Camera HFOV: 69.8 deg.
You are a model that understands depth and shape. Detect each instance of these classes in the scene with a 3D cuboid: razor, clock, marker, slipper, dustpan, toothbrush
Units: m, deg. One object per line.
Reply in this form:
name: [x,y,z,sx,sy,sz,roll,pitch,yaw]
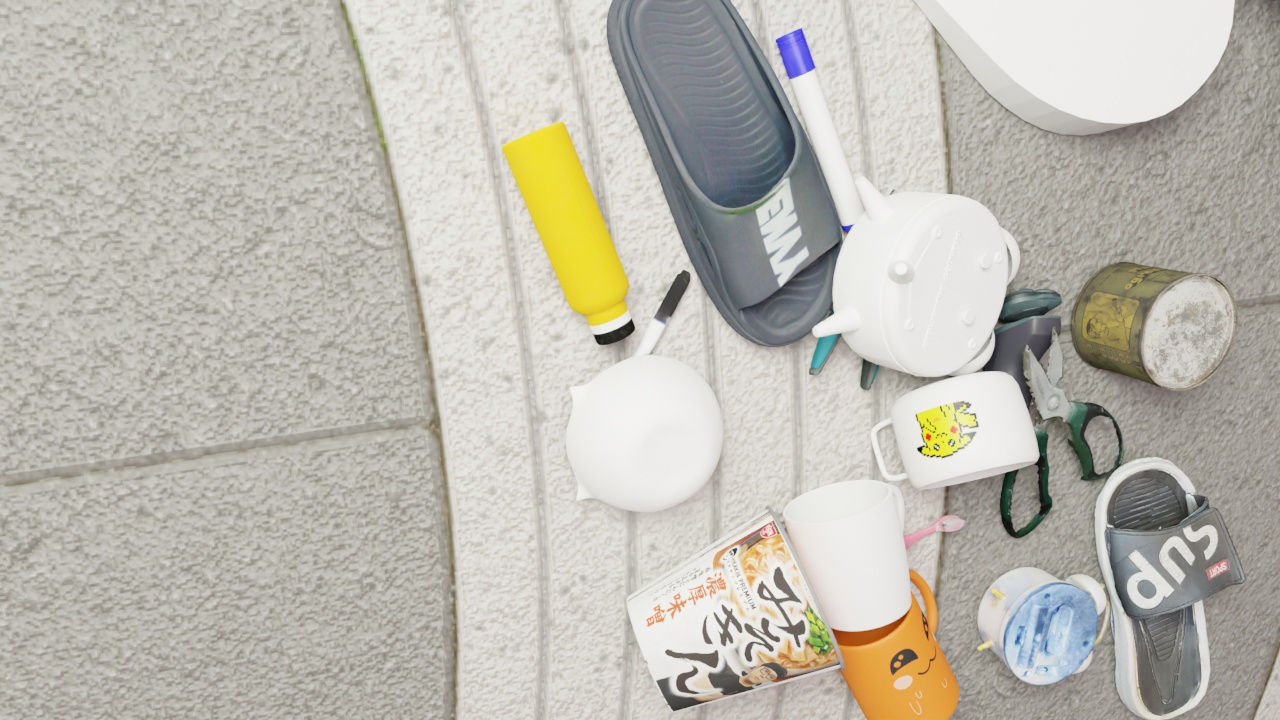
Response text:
razor: [0.288,0.013,0.710,0.047,0.052,0.143,-1,108,-21]
clock: [0.203,-0.051,0.638,0.160,0.073,0.125,12,96,-36]
marker: [-0.004,0.004,0.646,0.011,0.011,0.152,28,94,-19]
slipper: [0.070,-0.132,0.599,0.110,0.083,0.268,-30,107,-9]
slipper: [0.462,0.206,0.795,0.111,0.063,0.264,-17,109,-12]
marker: [0.128,-0.159,0.641,0.020,0.020,0.141,-27,108,-8]
dustpan: [0.302,-0.283,0.661,0.257,0.053,0.191,42,89,-8]
clock: [0.344,0.221,0.770,0.125,0.052,0.089,7,100,-17]
toothbrush: [0.198,0.150,0.732,0.135,0.016,0.021,-19,93,-11]

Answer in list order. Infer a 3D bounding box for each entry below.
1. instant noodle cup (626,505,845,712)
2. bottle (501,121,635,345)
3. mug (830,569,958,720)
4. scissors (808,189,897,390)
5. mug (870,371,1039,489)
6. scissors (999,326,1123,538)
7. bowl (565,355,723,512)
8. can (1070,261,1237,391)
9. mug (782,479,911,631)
instant noodle cup: [0.063,0.185,0.657,0.122,0.123,0.124,-24,108,0]
bottle: [-0.042,-0.080,0.599,0.043,0.043,0.144,-25,108,-9]
mug: [0.204,0.222,0.727,0.112,0.078,0.096,-43,113,-36]
scissors: [0.167,-0.044,0.677,0.154,0.019,0.126,-35,115,-13]
mug: [0.227,0.055,0.678,0.094,0.116,0.068,10,64,-54]
scissors: [0.309,0.064,0.719,0.137,0.015,0.209,-42,126,3]
bowl: [0.011,0.057,0.633,0.114,0.050,0.115,-7,109,-20]
can: [0.398,-0.029,0.716,0.089,0.074,0.090,-4,104,-16]
mug: [0.168,0.139,0.689,0.114,0.081,0.087,-23,100,-39]
